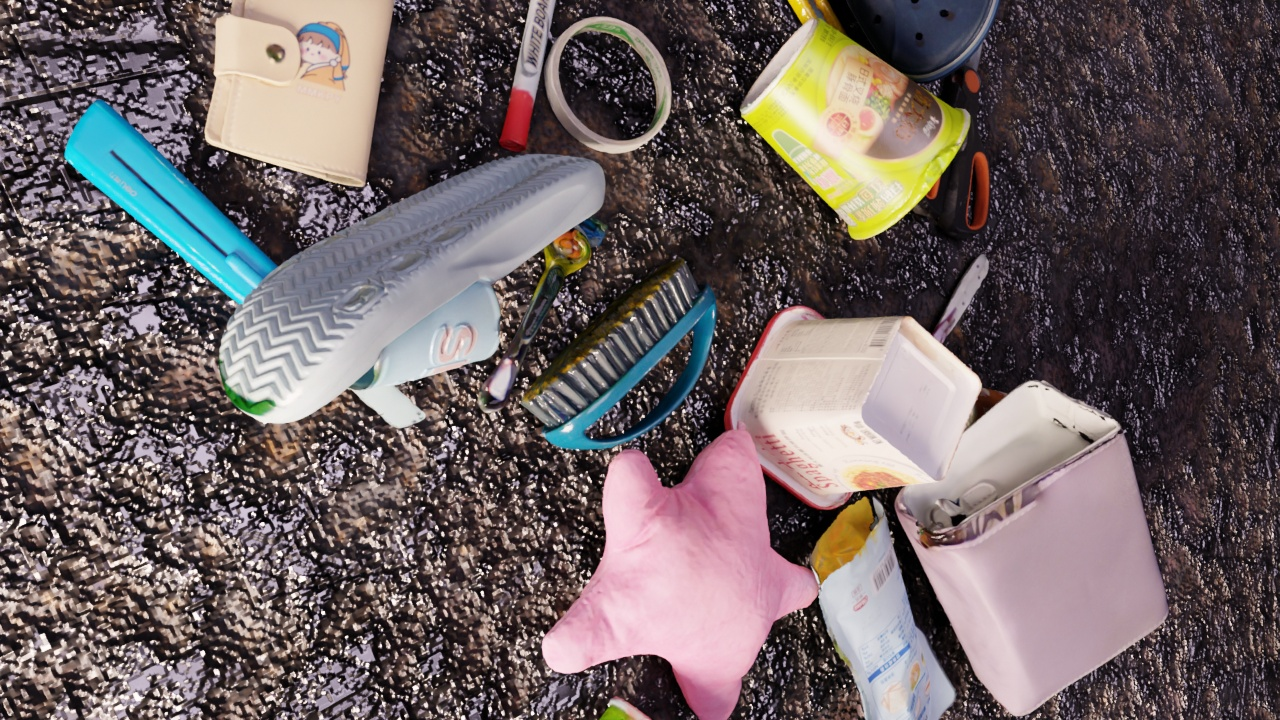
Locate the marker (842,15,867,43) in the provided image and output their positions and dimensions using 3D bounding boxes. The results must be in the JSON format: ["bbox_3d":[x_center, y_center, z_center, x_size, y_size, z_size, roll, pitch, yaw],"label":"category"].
[{"bbox_3d":[0.207,-0.275,0.718,0.130,0.018,0.022,-30,90,-27],"label":"marker"}]

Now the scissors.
[{"bbox_3d":[0.267,-0.204,0.744,0.152,0.022,0.234,46,63,-24],"label":"scissors"}]

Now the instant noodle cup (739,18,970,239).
[{"bbox_3d":[0.137,-0.163,0.625,0.123,0.112,0.111,35,70,-12],"label":"instant noodle cup"}]

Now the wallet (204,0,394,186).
[{"bbox_3d":[-0.184,-0.160,0.496,0.087,0.024,0.115,11,81,-26],"label":"wallet"}]

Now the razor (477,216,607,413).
[{"bbox_3d":[-0.062,-0.033,0.549,0.042,0.022,0.142,30,72,-20],"label":"razor"}]

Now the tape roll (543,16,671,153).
[{"bbox_3d":[-0.020,-0.177,0.589,0.085,0.014,0.085,3,84,-27],"label":"tape roll"}]

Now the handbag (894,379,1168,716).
[{"bbox_3d":[0.269,0.133,0.638,0.145,0.098,0.197,-37,120,-9],"label":"handbag"}]

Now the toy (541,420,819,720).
[{"bbox_3d":[0.041,0.124,0.555,0.194,0.075,0.178,31,75,-34],"label":"toy"}]

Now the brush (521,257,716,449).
[{"bbox_3d":[-0.003,0.003,0.556,0.143,0.055,0.073,-44,104,-25],"label":"brush"}]

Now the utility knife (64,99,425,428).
[{"bbox_3d":[-0.199,-0.040,0.479,0.225,0.018,0.034,46,66,-18],"label":"utility knife"}]

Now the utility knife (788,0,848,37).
[{"bbox_3d":[0.128,-0.263,0.675,0.033,0.015,0.156,-41,104,-22],"label":"utility knife"}]

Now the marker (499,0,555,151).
[{"bbox_3d":[-0.065,-0.199,0.566,0.017,0.017,0.145,15,78,-26],"label":"marker"}]

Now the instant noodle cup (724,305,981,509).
[{"bbox_3d":[0.136,0.028,0.589,0.116,0.124,0.116,37,70,-20],"label":"instant noodle cup"}]

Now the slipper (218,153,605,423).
[{"bbox_3d":[-0.108,-0.040,0.484,0.244,0.104,0.074,-41,131,-37],"label":"slipper"}]

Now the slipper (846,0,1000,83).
[{"bbox_3d":[0.163,-0.317,0.629,0.253,0.105,0.095,61,25,2],"label":"slipper"}]

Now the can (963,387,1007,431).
[{"bbox_3d":[0.280,0.054,0.700,0.147,0.058,0.058,11,80,-27],"label":"can"}]

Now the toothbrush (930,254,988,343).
[{"bbox_3d":[0.224,-0.016,0.703,0.016,0.017,0.187,44,65,-14],"label":"toothbrush"}]

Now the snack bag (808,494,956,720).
[{"bbox_3d":[0.167,0.195,0.623,0.110,0.039,0.191,-46,120,-51],"label":"snack bag"}]

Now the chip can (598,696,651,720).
[{"bbox_3d":[-0.063,0.296,0.487,0.235,0.072,0.072,-46,106,-23],"label":"chip can"}]
